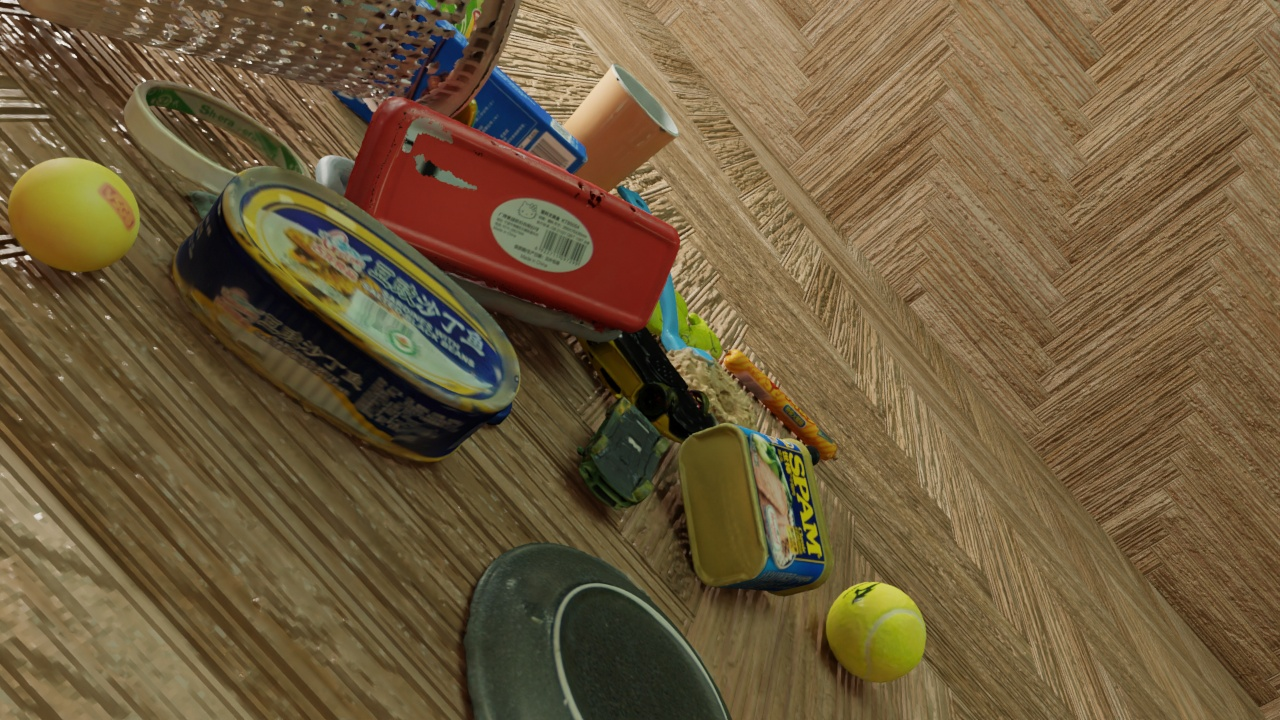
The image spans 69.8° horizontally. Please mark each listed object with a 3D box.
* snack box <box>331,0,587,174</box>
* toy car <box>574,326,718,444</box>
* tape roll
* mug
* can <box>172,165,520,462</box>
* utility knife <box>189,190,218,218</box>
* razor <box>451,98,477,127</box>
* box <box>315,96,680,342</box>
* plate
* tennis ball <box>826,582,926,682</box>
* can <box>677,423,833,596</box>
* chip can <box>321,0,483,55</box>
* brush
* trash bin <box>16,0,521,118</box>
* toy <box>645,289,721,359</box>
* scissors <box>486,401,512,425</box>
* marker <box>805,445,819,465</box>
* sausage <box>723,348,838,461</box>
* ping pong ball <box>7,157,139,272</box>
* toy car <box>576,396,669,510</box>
[{"bbox_3d":[-0.122,-0.165,0.632,0.157,0.085,0.026,39,23,-25],"label":"snack box"},{"bbox_3d":[-0.004,0.004,0.636,0.156,0.041,0.071,52,20,23],"label":"toy car"},{"bbox_3d":[-0.201,-0.103,0.441,0.086,0.014,0.085,35,17,-13],"label":"tape roll"},{"bbox_3d":[-0.038,-0.177,0.774,0.078,0.123,0.078,42,22,-21],"label":"mug"},{"bbox_3d":[-0.123,-0.017,0.398,0.148,0.049,0.074,39,33,-20],"label":"can"},{"bbox_3d":[-0.140,-0.045,0.458,0.164,0.013,0.029,23,31,-36],"label":"utility knife"},{"bbox_3d":[-0.114,-0.119,0.554,0.043,0.028,0.133,52,-23,2],"label":"razor"},{"bbox_3d":[-0.085,-0.077,0.540,0.201,0.095,0.099,19,6,-38],"label":"box"},{"bbox_3d":[-0.002,0.152,0.402,0.179,0.024,0.179,41,22,-21],"label":"plate"},{"bbox_3d":[0.159,0.183,0.619,0.065,0.066,0.065,41,22,-21],"label":"tennis ball"},{"bbox_3d":[0.072,0.095,0.581,0.083,0.057,0.102,20,55,-50],"label":"can"},{"bbox_3d":[-0.181,-0.275,0.729,0.072,0.073,0.220,46,20,-8],"label":"chip can"},{"bbox_3d":[0.028,-0.037,0.728,0.083,0.046,0.254,12,52,-48],"label":"brush"},{"bbox_3d":[-0.189,-0.230,0.436,0.191,0.228,0.227,-9,58,-42],"label":"trash bin"},{"bbox_3d":[0.026,-0.035,0.784,0.100,0.031,0.096,54,28,6],"label":"toy"},{"bbox_3d":[-0.121,-0.034,0.508,0.171,0.012,0.141,53,20,15],"label":"scissors"},{"bbox_3d":[0.126,0.088,0.792,0.022,0.020,0.131,26,11,25],"label":"marker"},{"bbox_3d":[0.136,0.044,0.885,0.165,0.021,0.021,43,21,-17],"label":"sausage"},{"bbox_3d":[-0.201,-0.052,0.327,0.040,0.040,0.040,41,22,-21],"label":"ping pong ball"},{"bbox_3d":[-0.012,0.055,0.535,0.043,0.036,0.091,48,19,-7],"label":"toy car"}]
